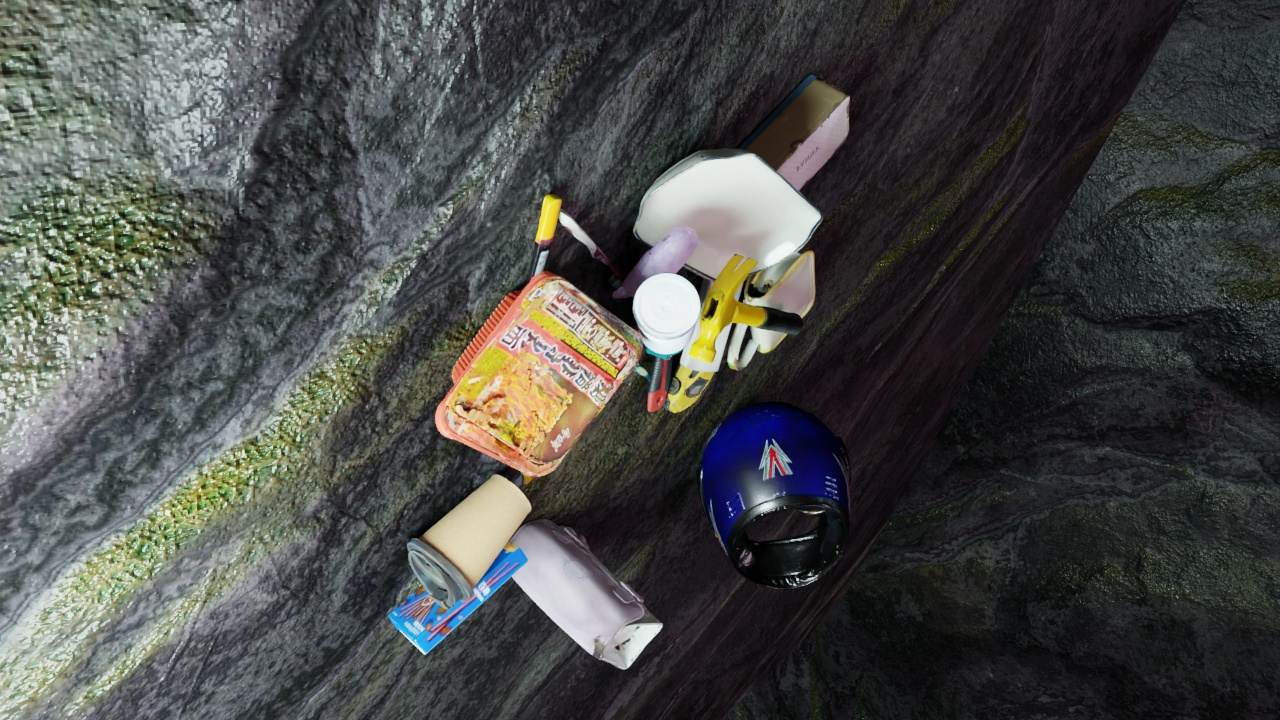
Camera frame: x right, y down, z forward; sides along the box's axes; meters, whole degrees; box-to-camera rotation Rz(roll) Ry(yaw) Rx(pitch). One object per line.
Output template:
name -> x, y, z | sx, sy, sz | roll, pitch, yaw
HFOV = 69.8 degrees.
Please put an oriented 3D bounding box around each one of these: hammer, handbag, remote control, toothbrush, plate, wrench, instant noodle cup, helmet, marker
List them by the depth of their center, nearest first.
marker -> -0.097, -0.107, 0.892 | 0.018, 0.015, 0.124 | -24, 144, -42
instant noodle cup -> -0.106, 0.012, 0.911 | 0.189, 0.079, 0.164 | -53, 133, 0
toothbrush -> -0.050, -0.112, 0.960 | 0.017, 0.016, 0.187 | -43, 154, 2
plate -> 0.098, -0.165, 1.034 | 0.162, 0.034, 0.265 | -31, 152, 25
wrench -> 0.039, -0.045, 1.159 | 0.056, 0.016, 0.274 | -22, 135, -41
hammer -> 0.147, -0.057, 1.161 | 0.300, 0.033, 0.129 | 4, 107, -63
toothbrush -> -0.007, 0.007, 1.174 | 0.016, 0.018, 0.191 | -52, 151, -1
remote control -> 0.093, -0.051, 1.205 | 0.056, 0.019, 0.135 | 7, 104, -33
handbag -> -0.079, 0.305, 1.215 | 0.098, 0.197, 0.145 | -52, 154, 2
handbag -> 0.174, -0.073, 1.305 | 0.178, 0.063, 0.163 | -50, 154, -14
helmet -> 0.221, 0.207, 1.519 | 0.247, 0.240, 0.316 | -12, 140, 3

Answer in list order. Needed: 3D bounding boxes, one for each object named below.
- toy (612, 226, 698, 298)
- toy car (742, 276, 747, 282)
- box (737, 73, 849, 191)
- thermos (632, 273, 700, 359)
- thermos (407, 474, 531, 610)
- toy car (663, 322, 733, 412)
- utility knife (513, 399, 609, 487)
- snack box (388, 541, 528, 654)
toy -> 0.024, -0.107, 1.010 | 0.108, 0.039, 0.083 | -46, 168, 33
toy car -> 0.131, -0.151, 1.167 | 0.054, 0.037, 0.120 | 33, 89, -40
box -> 0.184, -0.260, 1.107 | 0.184, 0.062, 0.090 | -48, 154, -15
thermos -> 0.029, -0.046, 1.012 | 0.073, 0.073, 0.224 | -52, 176, -3
thermos -> -0.192, 0.200, 1.035 | 0.143, 0.093, 0.093 | -47, 154, -29
toy car -> 0.080, 0.004, 1.262 | 0.071, 0.041, 0.156 | 17, 99, -62
utility knife -> -0.095, 0.097, 1.099 | 0.173, 0.015, 0.033 | -46, 151, -13
snack box -> -0.214, 0.267, 1.079 | 0.156, 0.085, 0.026 | -41, 118, -24
